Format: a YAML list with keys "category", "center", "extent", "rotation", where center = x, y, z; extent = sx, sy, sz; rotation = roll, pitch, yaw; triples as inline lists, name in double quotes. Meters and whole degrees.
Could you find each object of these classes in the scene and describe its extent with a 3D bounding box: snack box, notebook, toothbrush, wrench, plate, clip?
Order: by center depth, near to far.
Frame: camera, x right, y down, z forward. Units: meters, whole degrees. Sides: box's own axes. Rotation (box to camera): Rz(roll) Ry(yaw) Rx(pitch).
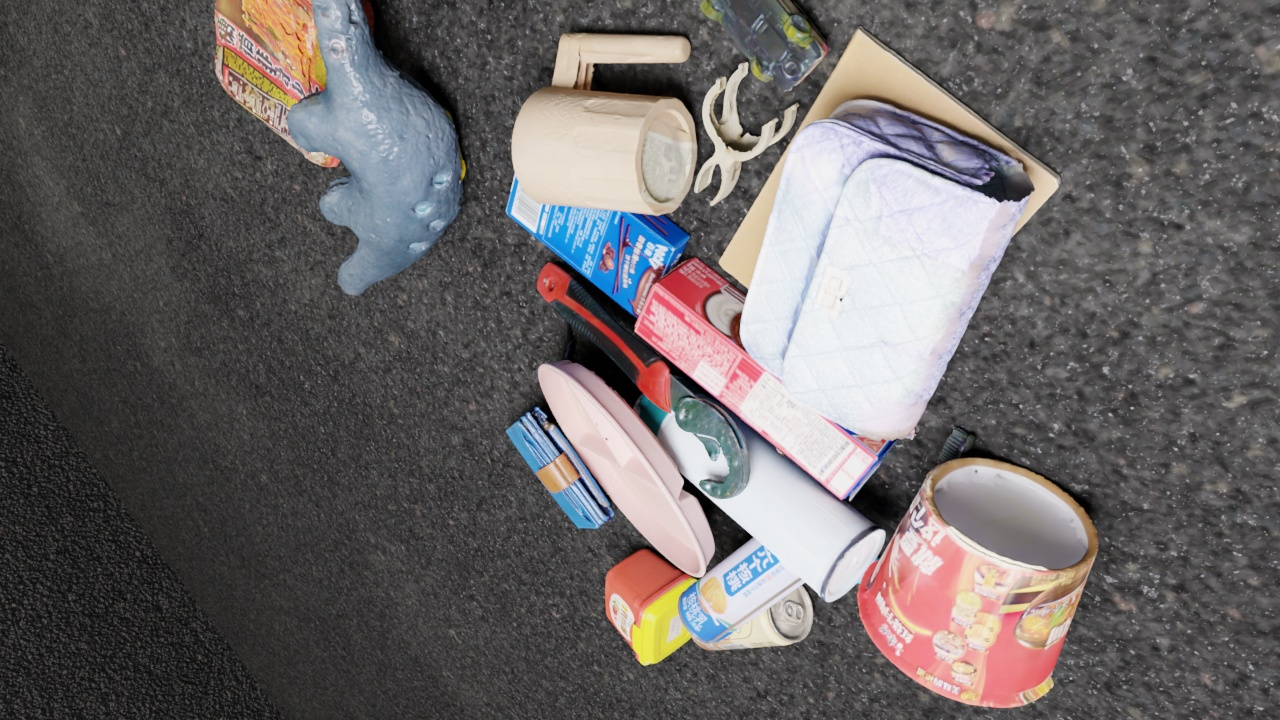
- category: "notebook"
  center: [0.146, -0.086, 0.598]
  extent: [0.148, 0.008, 0.208]
  rotation: [42, 139, 11]
- category: "clip"
  center: [0.072, -0.140, 0.608]
  extent: [0.093, 0.034, 0.103]
  rotation: [26, 138, 29]
- category: "snack box"
  center: [0.094, 0.012, 0.683]
  extent: [0.207, 0.057, 0.058]
  rotation: [40, 136, 14]
- category: "toothbrush"
  center: [0.200, 0.120, 0.684]
  extent: [0.018, 0.014, 0.190]
  rotation: [42, 134, 27]
- category: "wrench"
  center: [-0.004, 0.004, 0.735]
  extent: [0.273, 0.016, 0.056]
  rotation: [47, 121, 31]
- category: "snack box"
  center: [-0.038, -0.109, 0.738]
  extent: [0.157, 0.026, 0.085]
  rotation: [39, 138, 14]
- category: "plate"
  center: [-0.011, 0.091, 0.803]
  extent: [0.229, 0.028, 0.230]
  rotation: [48, 163, 19]
- category: "toothbrush"
  center: [-0.068, -0.002, 0.857]
  extent: [0.017, 0.014, 0.189]
  rotation: [24, 134, 12]
- category: "snack box"
  center: [0.010, 0.243, 0.922]
  extent: [0.080, 0.081, 0.091]
  rotation: [36, 139, 38]

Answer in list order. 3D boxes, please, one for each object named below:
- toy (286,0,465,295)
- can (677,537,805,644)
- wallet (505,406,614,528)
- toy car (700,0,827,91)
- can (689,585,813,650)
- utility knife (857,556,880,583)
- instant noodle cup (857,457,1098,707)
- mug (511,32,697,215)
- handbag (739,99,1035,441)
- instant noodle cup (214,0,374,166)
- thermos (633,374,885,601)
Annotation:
- category: "toy"
  center: [-0.223, -0.172, 0.798]
  extent: [0.138, 0.091, 0.357]
  rotation: [14, 140, 4]
- category: "can"
  center: [0.092, 0.185, 0.769]
  extent: [0.053, 0.053, 0.135]
  rotation: [47, 123, 5]
- category: "wallet"
  center: [-0.084, 0.112, 0.923]
  extent: [0.133, 0.040, 0.106]
  rotation: [53, 161, -2]
- category: "toy car"
  center: [0.073, -0.208, 0.554]
  extent: [0.090, 0.035, 0.042]
  rotation: [50, 139, 2]
- category: "can"
  center: [0.098, 0.234, 0.842]
  extent: [0.117, 0.058, 0.058]
  rotation: [-27, 99, 49]
- category: "utility knife"
  center: [0.198, 0.174, 0.737]
  extent: [0.199, 0.018, 0.034]
  rotation: [14, 127, 34]
- category: "instant noodle cup"
  center: [0.223, 0.137, 0.604]
  extent: [0.138, 0.137, 0.109]
  rotation: [27, 126, 26]
- category: "mug"
  center: [-0.020, -0.166, 0.640]
  extent: [0.104, 0.084, 0.124]
  rotation: [14, 94, 32]
- category: "handbag"
  center: [0.139, -0.050, 0.566]
  extent: [0.134, 0.075, 0.194]
  rotation: [31, 137, 22]
- category: "instant noodle cup"
  center: [-0.305, -0.288, 0.814]
  extent: [0.164, 0.078, 0.189]
  rotation: [39, 140, 14]
- category: "thermos"
  center: [0.083, 0.090, 0.721]
  extent: [0.224, 0.073, 0.073]
  rotation: [39, 140, 34]
